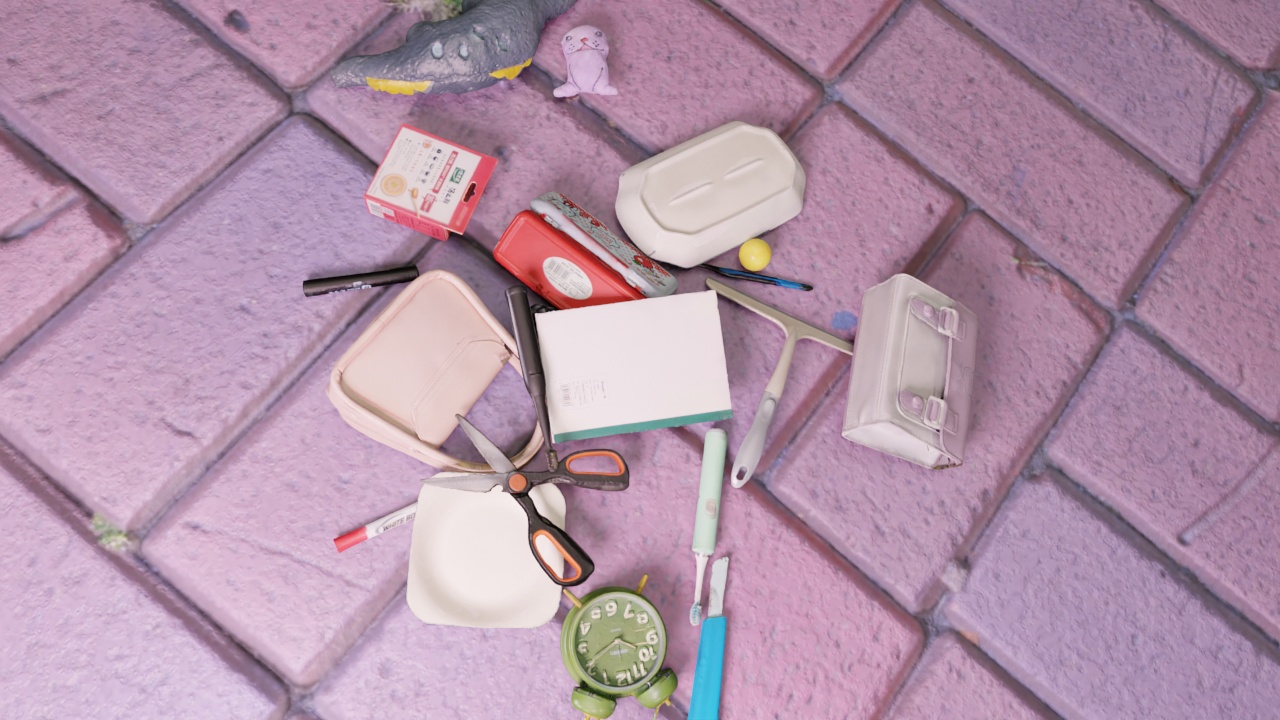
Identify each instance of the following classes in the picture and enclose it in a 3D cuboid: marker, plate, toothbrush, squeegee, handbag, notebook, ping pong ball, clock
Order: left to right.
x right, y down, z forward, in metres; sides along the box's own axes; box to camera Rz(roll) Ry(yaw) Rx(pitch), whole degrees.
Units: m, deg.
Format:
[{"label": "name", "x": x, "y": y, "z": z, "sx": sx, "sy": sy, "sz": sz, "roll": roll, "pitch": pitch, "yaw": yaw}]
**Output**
[{"label": "marker", "x": -0.327, "y": -0.094, "z": 1.076, "sx": 0.132, "sy": 0.020, "sz": 0.022, "roll": -10, "pitch": 57, "yaw": -12}, {"label": "marker", "x": -0.262, "y": 0.171, "z": 1.001, "sx": 0.145, "sy": 0.017, "sz": 0.017, "roll": -23, "pitch": 77, "yaw": -15}, {"label": "handbag", "x": -0.208, "y": 0.033, "z": 1.029, "sx": 0.234, "sy": 0.093, "sz": 0.193, "roll": 38, "pitch": 70, "yaw": -4}, {"label": "plate", "x": -0.164, "y": 0.205, "z": 0.992, "sx": 0.164, "sy": 0.034, "sz": 0.163, "roll": 6, "pitch": 71, "yaw": -9}, {"label": "toothbrush", "x": -0.117, "y": 0.019, "z": 1.011, "sx": 0.026, "sy": 0.027, "sz": 0.212, "roll": -7, "pitch": 74, "yaw": -24}, {"label": "clock", "x": -0.023, "y": 0.314, "z": 0.970, "sx": 0.116, "sy": 0.056, "sz": 0.161, "roll": -9, "pitch": 74, "yaw": -10}, {"label": "notebook", "x": -0.006, "y": 0.006, "z": 1.041, "sx": 0.209, "sy": 0.012, "sz": 0.150, "roll": -8, "pitch": 86, "yaw": -7}, {"label": "toothbrush", "x": 0.074, "y": 0.186, "z": 1.041, "sx": 0.026, "sy": 0.027, "sz": 0.224, "roll": 12, "pitch": 71, "yaw": -10}, {"label": "plate", "x": 0.095, "y": -0.221, "z": 1.164, "sx": 0.265, "sy": 0.034, "sz": 0.162, "roll": -27, "pitch": 75, "yaw": -19}, {"label": "toothbrush", "x": 0.126, "y": -0.107, "z": 1.154, "sx": 0.189, "sy": 0.016, "sz": 0.014, "roll": 10, "pitch": 62, "yaw": -8}, {"label": "ping pong ball", "x": 0.143, "y": -0.132, "z": 1.148, "sx": 0.040, "sy": 0.040, "sz": 0.040, "roll": 3, "pitch": 72, "yaw": -8}, {"label": "squeegee", "x": 0.154, "y": 0.037, "z": 1.079, "sx": 0.246, "sy": 0.039, "sz": 0.246, "roll": 25, "pitch": 63, "yaw": 0}, {"label": "handbag", "x": 0.330, "y": 0.016, "z": 1.092, "sx": 0.145, "sy": 0.099, "sz": 0.196, "roll": 23, "pitch": 67, "yaw": -22}]

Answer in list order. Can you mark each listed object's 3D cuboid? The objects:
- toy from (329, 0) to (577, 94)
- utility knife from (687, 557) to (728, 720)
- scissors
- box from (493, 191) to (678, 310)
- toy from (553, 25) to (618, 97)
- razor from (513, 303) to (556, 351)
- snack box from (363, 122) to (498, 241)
[{"label": "toy", "x": -0.211, "y": -0.405, "z": 1.165, "sx": 0.355, "sy": 0.091, "sz": 0.138, "roll": -30, "pitch": 51, "yaw": -18}, {"label": "utility knife", "x": 0.078, "y": 0.319, "z": 1.002, "sx": 0.034, "sy": 0.018, "sz": 0.209, "roll": 11, "pitch": 72, "yaw": -5}, {"label": "scissors", "x": -0.113, "y": 0.141, "z": 0.993, "sx": 0.230, "sy": 0.022, "sz": 0.221, "roll": -21, "pitch": 78, "yaw": -22}, {"label": "box", "x": -0.063, "y": -0.113, "z": 1.113, "sx": 0.201, "sy": 0.099, "sz": 0.112, "roll": 37, "pitch": 105, "yaw": 3}, {"label": "toy", "x": -0.073, "y": -0.391, "z": 1.200, "sx": 0.084, "sy": 0.039, "sz": 0.108, "roll": -4, "pitch": 74, "yaw": -1}, {"label": "razor", "x": -0.066, "y": -0.009, "z": 1.075, "sx": 0.167, "sy": 0.062, "sz": 0.067, "roll": 31, "pitch": 39, "yaw": -4}, {"label": "snack box", "x": -0.251, "y": -0.212, "z": 1.112, "sx": 0.127, "sy": 0.044, "sz": 0.113, "roll": 21, "pitch": 70, "yaw": 0}]
